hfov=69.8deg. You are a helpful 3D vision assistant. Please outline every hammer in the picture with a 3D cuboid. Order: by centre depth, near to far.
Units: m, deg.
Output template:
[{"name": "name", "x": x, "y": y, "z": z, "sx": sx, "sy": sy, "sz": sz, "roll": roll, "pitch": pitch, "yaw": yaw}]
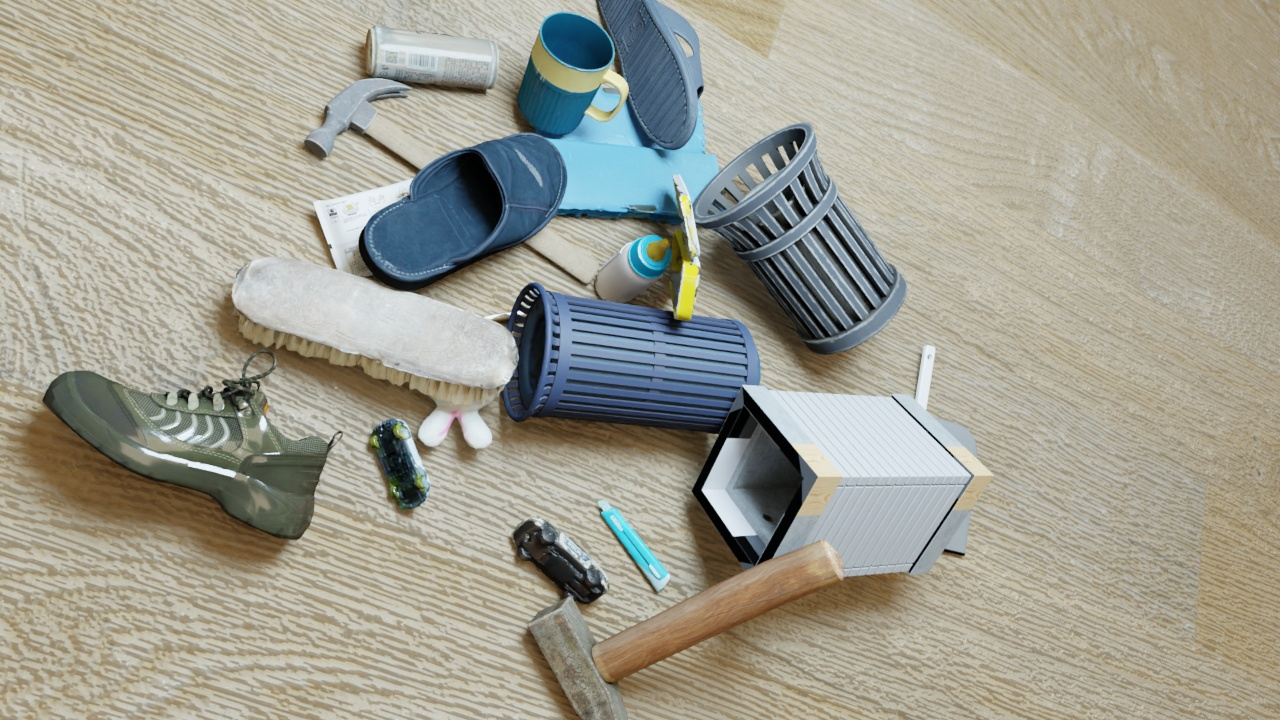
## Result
[{"name": "hammer", "x": 0.057, "y": 0.255, "z": 0.876, "sx": 0.301, "sy": 0.037, "sz": 0.158, "roll": -29, "pitch": 90, "yaw": 13}, {"name": "hammer", "x": -0.185, "y": -0.185, "z": 0.991, "sx": 0.331, "sy": 0.031, "sz": 0.119, "roll": 33, "pitch": 65, "yaw": -13}]

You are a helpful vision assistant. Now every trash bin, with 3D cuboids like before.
[{"name": "trash bin", "x": -0.006, "y": 0.005, "z": 0.963, "sx": 0.249, "sy": 0.140, "sz": 0.139, "roll": 7, "pitch": 73, "yaw": -25}, {"name": "trash bin", "x": 0.212, "y": 0.131, "z": 0.975, "sx": 0.246, "sy": 0.143, "sz": 0.142, "roll": 4, "pitch": 32, "yaw": -32}, {"name": "trash bin", "x": 0.192, "y": -0.131, "z": 1.062, "sx": 0.227, "sy": 0.165, "sz": 0.163, "roll": 48, "pitch": 61, "yaw": -21}]

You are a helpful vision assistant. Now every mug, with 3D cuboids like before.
[{"name": "mug", "x": -0.072, "y": -0.304, "z": 1.007, "sx": 0.113, "sy": 0.108, "sz": 0.083, "roll": 29, "pitch": 54, "yaw": -7}]

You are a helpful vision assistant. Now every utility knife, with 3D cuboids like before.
[{"name": "utility knife", "x": -0.010, "y": 0.195, "z": 0.979, "sx": 0.022, "sy": 0.015, "sz": 0.116, "roll": -39, "pitch": 93, "yaw": 2}]

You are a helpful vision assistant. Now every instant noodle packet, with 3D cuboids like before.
[{"name": "instant noodle packet", "x": -0.251, "y": -0.138, "z": 0.935, "sx": 0.134, "sy": 0.026, "sz": 0.087, "roll": -20, "pitch": 97, "yaw": -18}]

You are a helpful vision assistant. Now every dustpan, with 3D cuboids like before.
[{"name": "dustpan", "x": 0.357, "y": 0.104, "z": 1.167, "sx": 0.163, "sy": 0.033, "sz": 0.257, "roll": 16, "pitch": 79, "yaw": -20}]

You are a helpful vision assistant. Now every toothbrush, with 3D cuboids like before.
[{"name": "toothbrush", "x": -0.156, "y": -0.046, "z": 0.975, "sx": 0.166, "sy": 0.016, "sz": 0.016, "roll": -8, "pitch": 80, "yaw": -26}]

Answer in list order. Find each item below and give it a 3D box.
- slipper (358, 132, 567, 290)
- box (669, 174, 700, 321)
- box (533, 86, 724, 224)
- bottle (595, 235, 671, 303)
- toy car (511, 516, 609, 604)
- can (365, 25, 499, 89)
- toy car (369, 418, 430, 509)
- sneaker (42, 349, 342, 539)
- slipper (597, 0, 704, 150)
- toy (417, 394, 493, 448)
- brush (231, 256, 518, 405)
[{"name": "slipper", "x": -0.156, "y": -0.165, "z": 0.917, "sx": 0.109, "sy": 0.084, "sz": 0.264, "roll": 52, "pitch": 51, "yaw": -2}, {"name": "box", "x": 0.044, "y": -0.125, "z": 0.977, "sx": 0.034, "sy": 0.209, "sz": 0.129, "roll": -1, "pitch": 108, "yaw": 1}, {"name": "box", "x": -0.014, "y": -0.248, "z": 1.089, "sx": 0.231, "sy": 0.034, "sz": 0.174, "roll": -2, "pitch": 74, "yaw": -26}, {"name": "bottle", "x": -0.003, "y": -0.102, "z": 0.986, "sx": 0.051, "sy": 0.146, "sz": 0.051, "roll": 7, "pitch": 73, "yaw": -23}, {"name": "toy car", "x": -0.079, "y": 0.199, "z": 0.929, "sx": 0.113, "sy": 0.049, "sz": 0.040, "roll": 45, "pitch": 31, "yaw": -8}, {"name": "can", "x": -0.226, "y": -0.328, "z": 0.996, "sx": 0.135, "sy": 0.054, "sz": 0.054, "roll": -2, "pitch": 77, "yaw": -25}, {"name": "toy car", "x": -0.230, "y": 0.100, "z": 0.890, "sx": 0.089, "sy": 0.039, "sz": 0.027, "roll": 68, "pitch": 21, "yaw": 3}, {"name": "sneaker", "x": -0.369, "y": 0.045, "z": 0.795, "sx": 0.238, "sy": 0.101, "sz": 0.142, "roll": 32, "pitch": 75, "yaw": -19}, {"name": "slipper", "x": 0.028, "y": -0.373, "z": 1.093, "sx": 0.082, "sy": 0.101, "sz": 0.263, "roll": -9, "pitch": 70, "yaw": -34}, {"name": "toy", "x": -0.183, "y": 0.029, "z": 0.929, "sx": 0.076, "sy": 0.037, "sz": 0.125, "roll": 8, "pitch": 67, "yaw": -18}, {"name": "brush", "x": -0.252, "y": -0.028, "z": 0.878, "sx": 0.271, "sy": 0.057, "sz": 0.083, "roll": 17, "pitch": 60, "yaw": -10}]
